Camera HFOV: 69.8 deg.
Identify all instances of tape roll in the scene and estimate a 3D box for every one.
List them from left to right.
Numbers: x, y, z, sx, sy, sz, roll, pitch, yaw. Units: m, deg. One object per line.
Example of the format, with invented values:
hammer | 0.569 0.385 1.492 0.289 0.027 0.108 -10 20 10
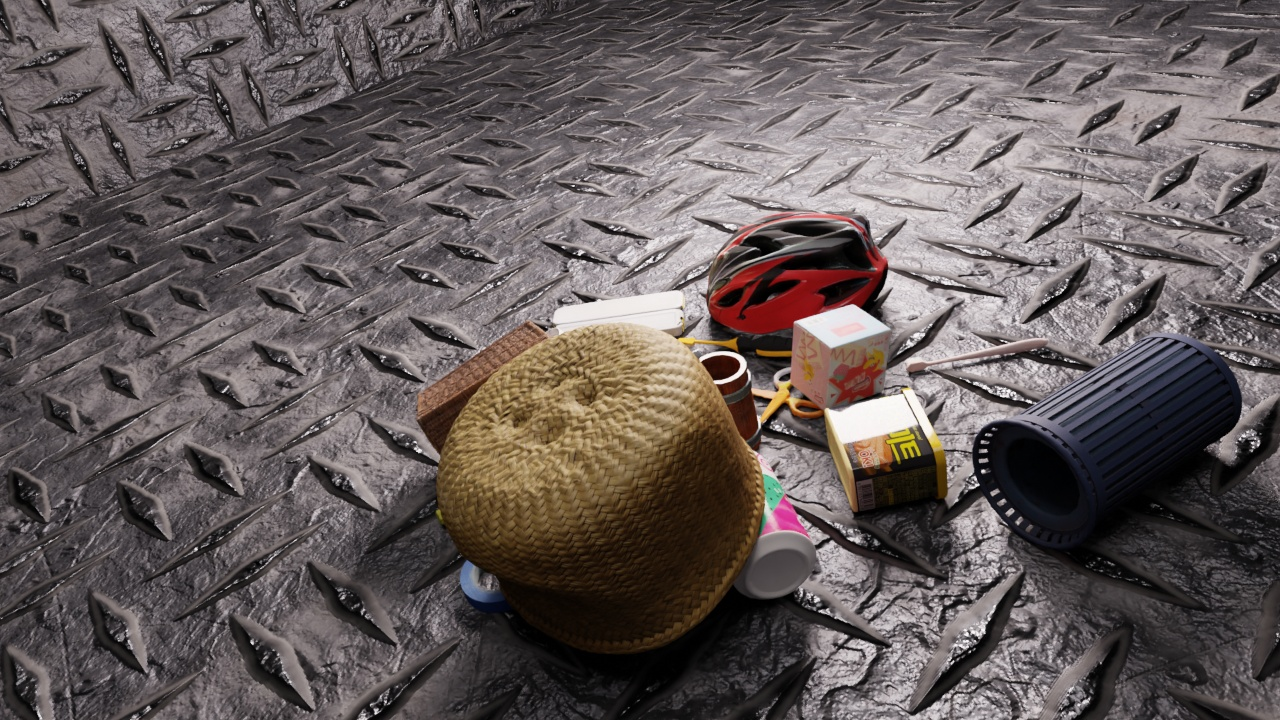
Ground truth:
tape roll | -0.151 0.234 1.005 0.091 0.016 0.092 12 40 32

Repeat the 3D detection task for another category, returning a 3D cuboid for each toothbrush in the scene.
toothbrush | 0.142 -0.022 1.280 0.197 0.031 0.031 4 48 27
toothbrush | 0.432 -0.009 1.180 0.181 0.016 0.018 -10 28 4

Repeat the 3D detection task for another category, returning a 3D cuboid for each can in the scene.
can | 0.115 0.164 0.956 0.088 0.088 0.165 -15 33 -5
can | 0.269 0.100 1.020 0.101 0.073 0.130 -12 33 4

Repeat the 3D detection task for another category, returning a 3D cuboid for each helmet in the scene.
helmet | 0.214 -0.127 1.316 0.273 0.167 0.216 -6 24 32

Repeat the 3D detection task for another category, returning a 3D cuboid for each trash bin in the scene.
trash bin | 0.480 0.073 0.934 0.249 0.139 0.139 -25 35 -21

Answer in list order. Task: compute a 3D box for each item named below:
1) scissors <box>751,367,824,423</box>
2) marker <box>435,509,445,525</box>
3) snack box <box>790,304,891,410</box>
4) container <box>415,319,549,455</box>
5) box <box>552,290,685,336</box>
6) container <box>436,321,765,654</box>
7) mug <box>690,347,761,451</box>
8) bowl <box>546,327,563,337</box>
scissors | 0.185 0.046 1.181 0.125 0.011 0.128 12 38 30
marker | -0.189 0.166 1.116 0.123 0.021 0.017 -24 36 -24
snack box | 0.249 -0.004 1.147 0.092 0.095 0.079 -16 35 -22
container | -0.176 0.050 1.150 0.198 0.114 0.113 -33 24 -6
box | -0.035 -0.062 1.405 0.210 0.023 0.127 -8 35 8
container | -0.043 0.106 0.902 0.307 0.197 0.306 -19 35 14
mug | 0.092 0.046 1.119 0.081 0.111 0.117 -25 36 -19
bowl | -0.127 0.010 1.274 0.105 0.054 0.104 -41 25 24
